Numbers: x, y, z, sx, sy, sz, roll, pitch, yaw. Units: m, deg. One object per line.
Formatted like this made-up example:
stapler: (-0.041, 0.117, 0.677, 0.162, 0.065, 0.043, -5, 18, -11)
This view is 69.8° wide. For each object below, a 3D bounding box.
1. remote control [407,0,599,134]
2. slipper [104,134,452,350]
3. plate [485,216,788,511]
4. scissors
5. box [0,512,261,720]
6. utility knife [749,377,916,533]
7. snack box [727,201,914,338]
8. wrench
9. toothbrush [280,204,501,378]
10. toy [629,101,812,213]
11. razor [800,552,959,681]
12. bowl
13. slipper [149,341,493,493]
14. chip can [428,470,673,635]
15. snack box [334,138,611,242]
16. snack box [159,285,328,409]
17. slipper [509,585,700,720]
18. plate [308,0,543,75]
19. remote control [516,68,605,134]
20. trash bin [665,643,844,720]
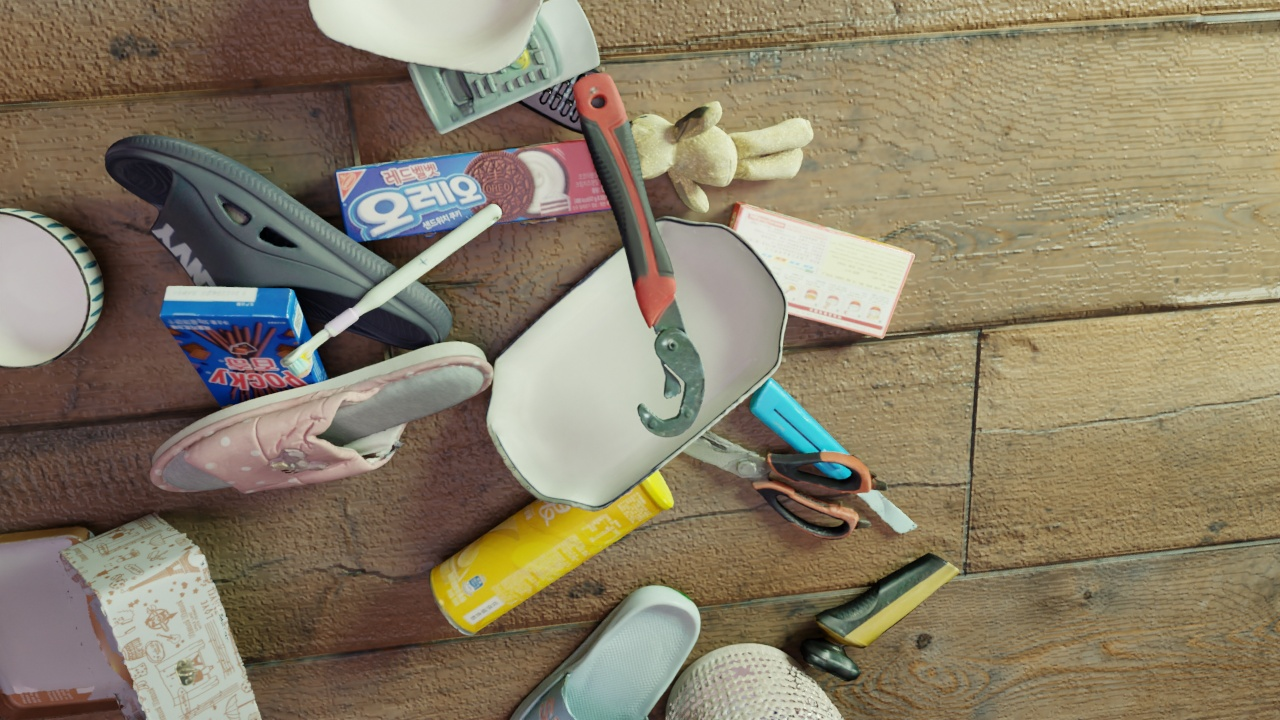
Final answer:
remote control: (-0.099, -0.217, 0.672, 0.135, 0.019, 0.056, -22, 108, 4)
slipper: (-0.269, -0.066, 0.672, 0.268, 0.111, 0.083, 31, 63, -19)
plate: (-0.004, 0.004, 0.740, 0.266, 0.034, 0.162, -41, 74, 10)
scissors: (0.116, 0.090, 0.815, 0.197, 0.015, 0.206, -19, 118, 18)
box: (-0.447, 0.227, 0.768, 0.274, 0.124, 0.179, 0, 111, 23)
utility knife: (0.178, 0.093, 0.831, 0.216, 0.018, 0.034, 41, 99, -18)
snack box: (0.143, -0.075, 0.767, 0.155, 0.027, 0.077, 14, 105, -11)
wrench: (0.000, -0.076, 0.680, 0.056, 0.016, 0.273, -13, 97, -2)
toothbrush: (-0.175, -0.052, 0.659, 0.189, 0.029, 0.020, -40, 75, -10)
toy: (0.057, -0.166, 0.715, 0.157, 0.066, 0.105, -3, 150, -9)
razor: (0.227, 0.240, 0.867, 0.167, 0.062, 0.067, -36, 76, 0)
bowl: (-0.459, -0.058, 0.686, 0.116, 0.066, 0.116, -2, 107, -6)
slipper: (-0.246, 0.058, 0.726, 0.274, 0.114, 0.054, -20, 65, -5)
chip can: (-0.077, 0.153, 0.793, 0.213, 0.072, 0.072, -35, 108, 5)
snack box: (-0.124, -0.131, 0.704, 0.207, 0.057, 0.058, -8, 106, -3)
snack box: (-0.290, -0.004, 0.690, 0.084, 0.026, 0.157, 1, 152, -7)
slipper: (-0.031, 0.316, 0.851, 0.104, 0.074, 0.245, 36, 100, -17)
plate: (-0.139, -0.283, 0.643, 0.164, 0.034, 0.163, 15, 88, 5)
remote control: (-0.081, -0.220, 0.696, 0.136, 0.024, 0.053, 29, 105, -12)
trash bin: (0.109, 0.369, 0.819, 0.227, 0.192, 0.228, -2, 108, -6)
